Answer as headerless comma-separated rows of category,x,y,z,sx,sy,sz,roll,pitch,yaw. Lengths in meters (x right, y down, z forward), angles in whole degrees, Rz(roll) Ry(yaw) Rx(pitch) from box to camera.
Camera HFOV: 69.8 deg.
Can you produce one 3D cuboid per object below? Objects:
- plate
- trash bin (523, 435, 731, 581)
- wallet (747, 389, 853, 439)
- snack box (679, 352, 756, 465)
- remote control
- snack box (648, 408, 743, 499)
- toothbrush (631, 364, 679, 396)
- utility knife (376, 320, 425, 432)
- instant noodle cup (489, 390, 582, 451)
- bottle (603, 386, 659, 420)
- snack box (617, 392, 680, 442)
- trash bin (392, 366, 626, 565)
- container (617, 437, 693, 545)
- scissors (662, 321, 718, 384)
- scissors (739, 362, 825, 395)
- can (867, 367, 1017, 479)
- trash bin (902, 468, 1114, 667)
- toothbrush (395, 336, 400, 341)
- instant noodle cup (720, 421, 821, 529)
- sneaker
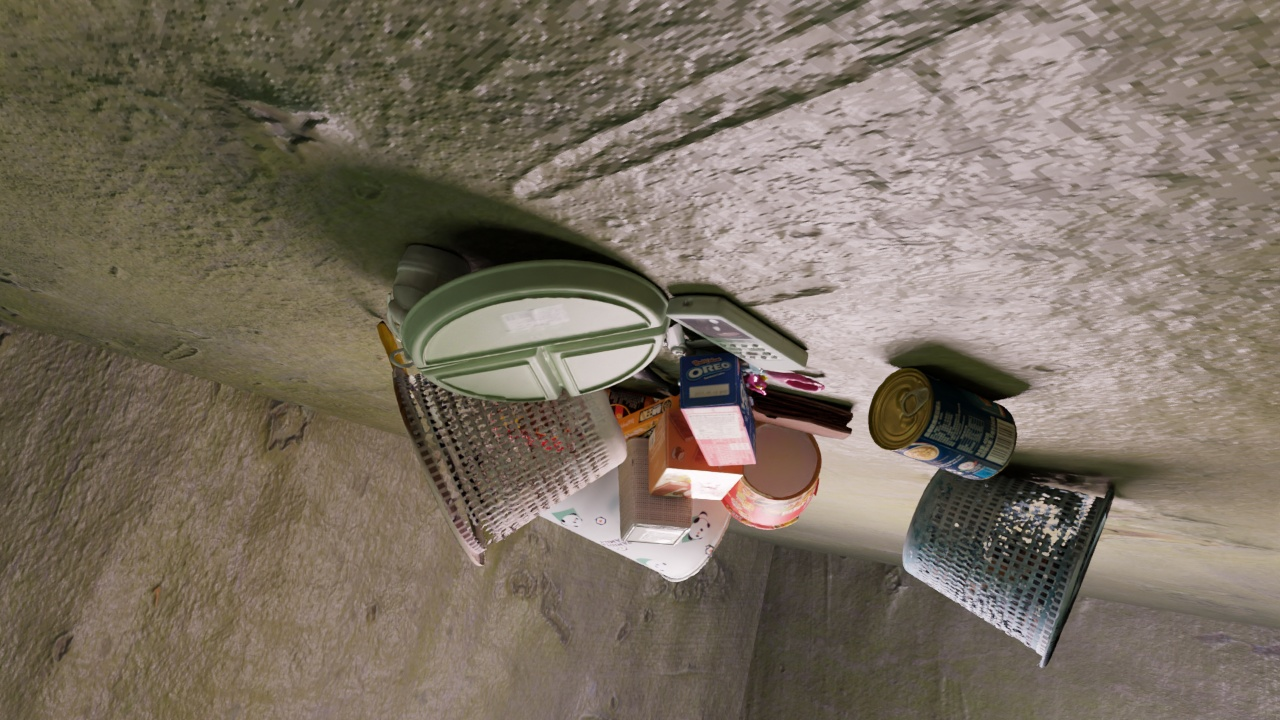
plate,-0.086,-0.015,0.785,0.230,0.027,0.230,-7,155,-4
trash bin,-0.022,0.179,1.359,0.251,0.229,0.230,25,165,-22
wallet,0.178,0.065,1.053,0.124,0.032,0.101,13,170,7
snack box,0.083,0.054,0.932,0.058,0.057,0.207,-3,159,11
remote control,0.086,-0.021,0.795,0.058,0.021,0.150,2,164,42
snack box,0.065,0.115,1.106,0.094,0.077,0.093,6,152,-11
toothbrush,-0.006,0.006,1.007,0.027,0.026,0.212,34,-179,32
utility knife,-0.282,0.018,1.074,0.230,0.015,0.033,54,173,48
instant noodle cup,-0.111,0.047,1.127,0.116,0.116,0.123,12,179,8
bottle,-0.015,0.069,1.220,0.149,0.066,0.067,6,167,5
snack box,0.044,0.075,1.144,0.075,0.026,0.154,23,145,-35
trash bin,-0.129,0.074,0.972,0.192,0.227,0.228,-24,170,-7
container,0.019,0.170,1.172,0.090,0.114,0.090,7,151,-10
scissors,0.016,-0.001,0.903,0.175,0.019,0.170,-4,156,18
scissors,0.123,0.013,0.924,0.136,0.017,0.133,13,165,21
can,0.270,0.059,0.819,0.111,0.075,0.075,20,166,-25
trash bin,0.442,0.228,1.131,0.195,0.226,0.226,22,173,29
toothbrush,-0.212,0.001,1.203,0.221,0.026,0.026,19,-159,-20
instant noodle cup,0.165,0.135,1.165,0.138,0.137,0.109,13,159,5
sneaker,-0.197,-0.032,0.897,0.089,0.090,0.242,15,168,-2
